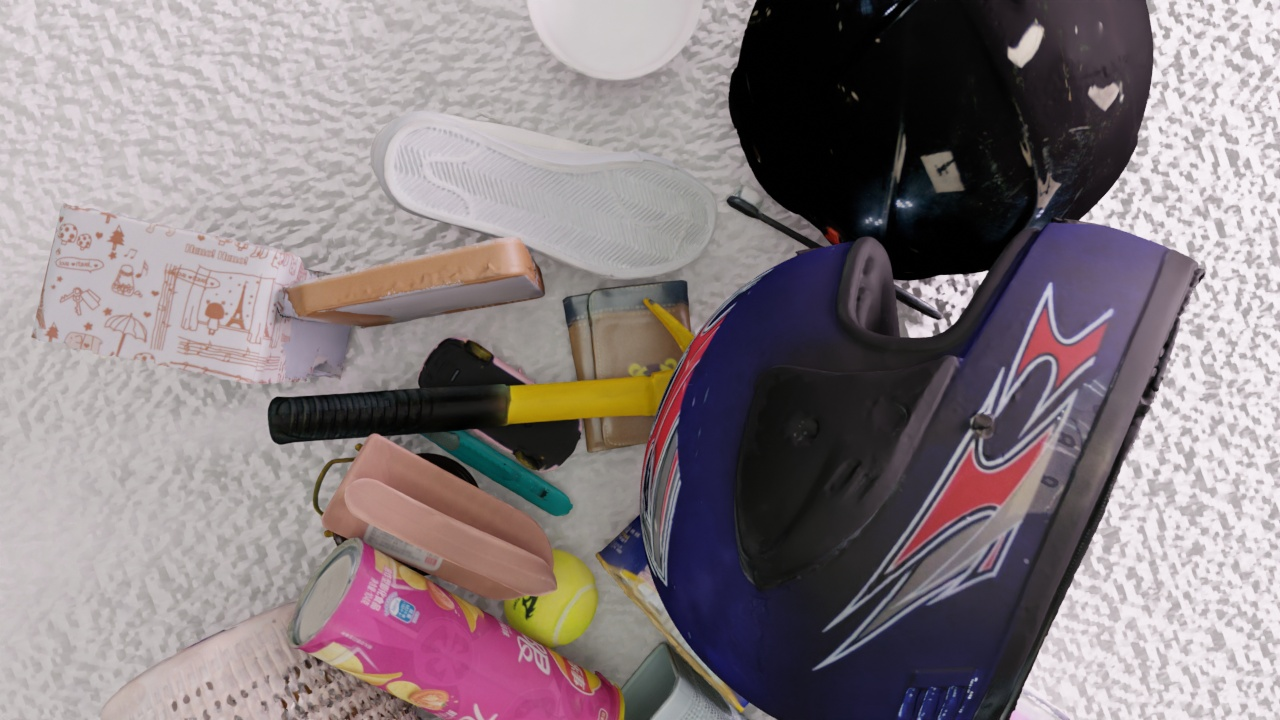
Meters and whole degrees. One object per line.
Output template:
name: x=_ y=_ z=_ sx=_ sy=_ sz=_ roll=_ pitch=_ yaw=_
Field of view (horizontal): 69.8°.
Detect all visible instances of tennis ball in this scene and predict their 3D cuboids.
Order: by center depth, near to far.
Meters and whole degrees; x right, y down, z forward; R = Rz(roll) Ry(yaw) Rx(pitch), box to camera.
tennis ball: x=-0.062 y=0.164 z=0.634 sx=0.065 sy=0.065 sz=0.065 roll=0 pitch=90 yaw=-3

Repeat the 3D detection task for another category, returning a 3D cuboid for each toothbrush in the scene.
toothbrush: x=0.144 y=-0.077 z=0.671 sx=0.181 sy=0.016 sz=0.018 roll=31 pitch=79 yaw=-2

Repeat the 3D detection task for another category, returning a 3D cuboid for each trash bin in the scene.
trash bin: x=-0.219 y=0.264 z=0.566 sx=0.227 sy=0.227 sz=0.192 roll=-29 pitch=78 yaw=-3

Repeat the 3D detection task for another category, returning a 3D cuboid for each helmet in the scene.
helmet: x=0.133 y=0.048 z=0.523 sx=0.240 sy=0.247 sz=0.315 roll=25 pitch=87 yaw=24
helmet: x=0.198 y=-0.169 z=0.580 sx=0.233 sy=0.230 sz=0.275 roll=-37 pitch=111 yaw=-1

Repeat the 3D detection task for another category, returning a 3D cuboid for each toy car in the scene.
toy car: x=-0.098 y=0.031 z=0.648 sx=0.122 sy=0.037 sz=0.056 roll=34 pitch=91 yaw=-8

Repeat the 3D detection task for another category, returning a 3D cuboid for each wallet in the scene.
wallet: x=-0.004 y=0.004 z=0.656 sx=0.090 sy=0.033 sz=0.115 roll=-8 pitch=94 yaw=-4

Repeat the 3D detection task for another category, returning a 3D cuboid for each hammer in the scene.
hammer: x=-0.090 y=0.029 z=0.614 sx=0.300 sy=0.033 sz=0.129 roll=-4 pitch=95 yaw=-7

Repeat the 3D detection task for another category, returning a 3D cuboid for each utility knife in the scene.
utility knife: x=-0.114 y=0.068 z=0.654 sx=0.151 sy=0.012 sz=0.029 roll=32 pitch=128 yaw=-2

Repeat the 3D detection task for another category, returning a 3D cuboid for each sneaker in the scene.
sneaker: x=-0.065 y=-0.113 z=0.627 sx=0.242 sy=0.091 sz=0.089 roll=9 pitch=102 yaw=-28

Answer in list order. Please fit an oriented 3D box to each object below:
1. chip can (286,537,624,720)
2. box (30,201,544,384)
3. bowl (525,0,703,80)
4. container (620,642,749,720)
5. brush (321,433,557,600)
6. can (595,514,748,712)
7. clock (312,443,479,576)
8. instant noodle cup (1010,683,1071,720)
chip can: x=-0.108 y=0.189 z=0.568 sx=0.210 sy=0.071 sz=0.071 roll=39 pitch=87 yaw=-26
box: x=-0.195 y=-0.037 z=0.572 sx=0.260 sy=0.179 sz=0.105 roll=10 pitch=89 yaw=-3
bowl: x=-0.019 y=-0.245 z=0.639 sx=0.118 sy=0.065 sz=0.118 roll=0 pitch=90 yaw=-4
container: x=0.034 y=0.272 z=0.628 sx=0.111 sy=0.090 sz=0.090 roll=40 pitch=88 yaw=-4
brush: x=-0.118 y=0.106 z=0.572 sx=0.145 sy=0.073 sz=0.063 roll=31 pitch=84 yaw=-17
can: x=0.036 y=0.172 z=0.635 sx=0.049 sy=0.074 sz=0.148 roll=-43 pitch=92 yaw=-5
clock: x=-0.164 y=0.103 z=0.634 sx=0.122 sy=0.055 sz=0.082 roll=21 pitch=89 yaw=-6
instant noodle cup: x=0.198 y=0.262 z=0.650 sx=0.173 sy=0.060 sz=0.138 roll=32 pitch=88 yaw=-4
